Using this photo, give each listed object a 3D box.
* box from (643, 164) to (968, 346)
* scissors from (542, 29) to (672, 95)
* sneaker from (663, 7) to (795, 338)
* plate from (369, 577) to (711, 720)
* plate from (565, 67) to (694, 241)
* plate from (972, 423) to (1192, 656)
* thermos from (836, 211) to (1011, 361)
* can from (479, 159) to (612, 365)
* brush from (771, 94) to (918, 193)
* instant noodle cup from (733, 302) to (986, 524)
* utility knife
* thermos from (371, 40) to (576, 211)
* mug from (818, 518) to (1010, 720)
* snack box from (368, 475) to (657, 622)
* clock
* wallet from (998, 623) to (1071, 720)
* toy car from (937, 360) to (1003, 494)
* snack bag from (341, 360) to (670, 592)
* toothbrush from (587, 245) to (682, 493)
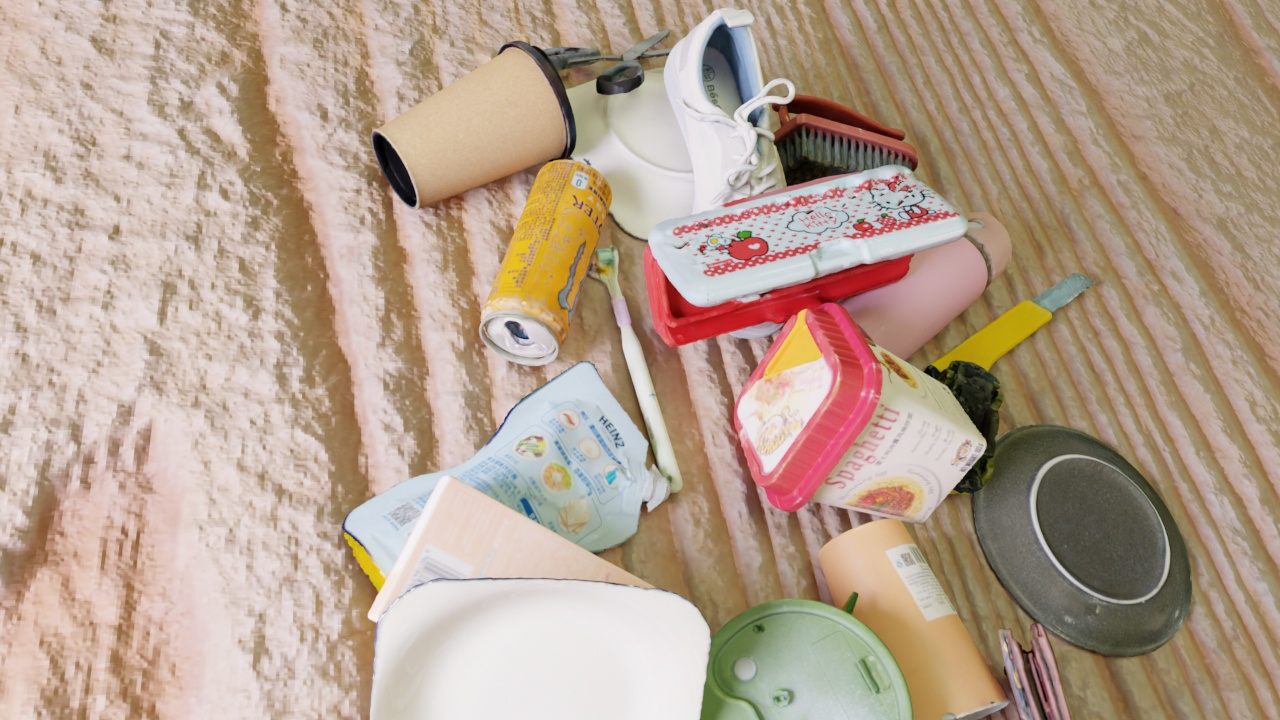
[{"bbox_3d":[0.109,-0.066,0.598,0.201,0.095,0.100,-16,23,-15],"label":"box"},{"bbox_3d":[-0.012,-0.253,0.766,0.159,0.014,0.180,6,34,7],"label":"scissors"},{"bbox_3d":[0.078,-0.139,0.671,0.089,0.091,0.242,-8,83,-21],"label":"sneaker"},{"bbox_3d":[-0.052,0.180,0.463,0.163,0.034,0.164,5,103,-11],"label":"plate"},{"bbox_3d":[0.022,-0.182,0.745,0.164,0.034,0.163,-25,70,-29],"label":"plate"},{"bbox_3d":[0.329,0.123,0.669,0.179,0.024,0.179,8,59,-14],"label":"plate"},{"bbox_3d":[0.209,-0.056,0.716,0.087,0.067,0.198,28,50,36],"label":"thermos"},{"bbox_3d":[-0.064,-0.071,0.636,0.058,0.058,0.145,19,57,-6],"label":"can"},{"bbox_3d":[0.172,-0.176,0.764,0.145,0.063,0.069,6,73,-28],"label":"brush"},{"bbox_3d":[0.143,0.042,0.600,0.124,0.117,0.116,21,27,-20],"label":"instant noodle cup"},{"bbox_3d":[0.307,-0.024,0.753,0.222,0.015,0.033,-29,72,-27],"label":"utility knife"},{"bbox_3d":[-0.116,-0.167,0.664,0.143,0.093,0.093,-33,74,-22],"label":"thermos"},{"bbox_3d":[0.160,0.164,0.562,0.078,0.078,0.122,-8,59,-22],"label":"mug"},{"bbox_3d":[-0.059,0.137,0.505,0.157,0.026,0.084,32,64,-16],"label":"snack box"},{"bbox_3d":[0.071,0.201,0.500,0.161,0.056,0.116,-26,62,-3],"label":"clock"},{"bbox_3d":[0.238,0.220,0.536,0.032,0.124,0.101,-15,54,17],"label":"wallet"},{"bbox_3d":[0.235,0.049,0.675,0.048,0.032,0.105,23,63,-4],"label":"toy car"},{"bbox_3d":[-0.071,0.087,0.553,0.190,0.039,0.110,-33,74,-31],"label":"snack bag"},{"bbox_3d":[-0.004,0.004,0.636,0.020,0.029,0.189,22,45,-56],"label":"toothbrush"}]
